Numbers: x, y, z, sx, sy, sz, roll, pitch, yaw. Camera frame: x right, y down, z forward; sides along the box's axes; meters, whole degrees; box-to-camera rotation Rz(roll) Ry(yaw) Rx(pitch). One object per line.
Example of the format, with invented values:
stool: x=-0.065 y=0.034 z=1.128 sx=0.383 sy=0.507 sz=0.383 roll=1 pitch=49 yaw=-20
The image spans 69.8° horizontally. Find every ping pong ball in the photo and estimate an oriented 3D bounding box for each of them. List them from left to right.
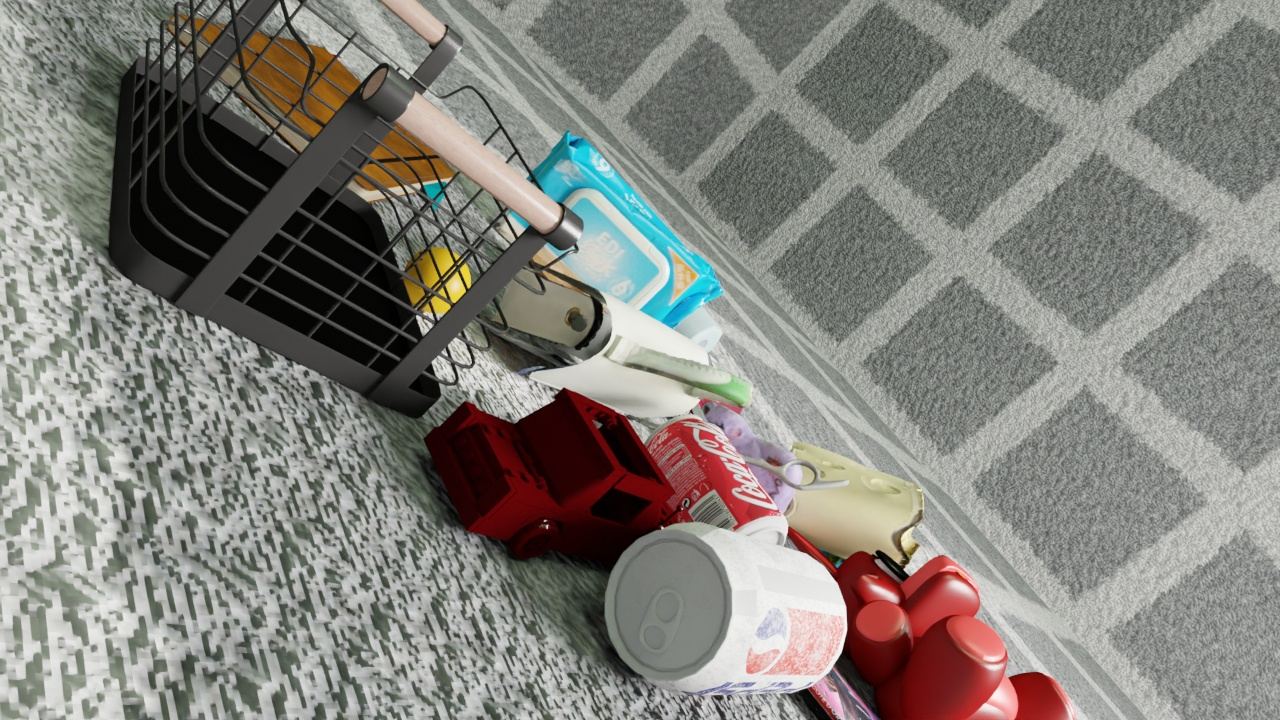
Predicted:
ping pong ball: x=-0.123 y=-0.048 z=0.555 sx=0.040 sy=0.040 sz=0.040 roll=43 pitch=13 yaw=-12

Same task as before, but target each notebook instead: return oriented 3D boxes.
notebook: x=-0.227 y=-0.185 z=0.713 sx=0.178 sy=0.014 sz=0.249 roll=44 pitch=12 yaw=-7

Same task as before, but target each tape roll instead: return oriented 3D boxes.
tape roll: x=-0.070 y=-0.057 z=0.786 sx=0.094 sy=0.027 sz=0.094 roll=43 pitch=13 yaw=-12

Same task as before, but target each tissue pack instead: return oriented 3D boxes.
tissue pack: x=-0.030 y=-0.103 z=0.864 sx=0.209 sy=0.117 sz=0.066 roll=44 pitch=18 yaw=-8

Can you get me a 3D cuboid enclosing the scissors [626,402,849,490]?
scissors: x=0.071 y=0.072 z=0.689 sx=0.171 sy=0.014 sz=0.141 roll=5 pitch=49 yaw=0

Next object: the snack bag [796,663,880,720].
snack bag: x=0.139 y=0.235 z=0.570 sx=0.155 sy=0.018 sz=0.074 roll=50 pitch=12 yaw=13

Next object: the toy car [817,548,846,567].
toy car: x=0.174 y=0.169 z=0.856 sx=0.048 sy=0.032 sz=0.105 roll=36 pitch=17 yaw=-35

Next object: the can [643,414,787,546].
can: x=0.047 y=0.090 z=0.615 sx=0.064 sy=0.064 sz=0.104 roll=31 pitch=20 yaw=-50

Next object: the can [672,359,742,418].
can: x=0.041 y=0.022 z=0.818 sx=0.114 sy=0.063 sz=0.063 roll=31 pitch=19 yaw=-49

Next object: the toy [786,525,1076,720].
toy: x=0.200 y=0.201 z=0.669 sx=0.158 sy=0.120 sz=0.197 roll=35 pitch=8 yaw=-30

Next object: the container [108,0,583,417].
container: x=-0.145 y=-0.106 z=0.457 sx=0.162 sy=0.130 sz=0.241 roll=34 pitch=17 yaw=-42

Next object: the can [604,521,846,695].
can: x=0.046 y=0.127 z=0.463 sx=0.136 sy=0.078 sz=0.078 roll=28 pitch=21 yaw=-54

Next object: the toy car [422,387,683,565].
toy car: x=-0.025 y=0.063 z=0.467 sx=0.169 sy=0.062 sz=0.070 roll=30 pitch=20 yaw=-52

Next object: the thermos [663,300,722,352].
thermos: x=0.004 y=-0.087 z=1.041 sx=0.077 sy=0.065 sz=0.207 roll=-15 pitch=58 yaw=-46

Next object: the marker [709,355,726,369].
marker: x=0.078 y=-0.003 z=1.132 sx=0.146 sy=0.017 sz=0.017 roll=39 pitch=14 yaw=-28

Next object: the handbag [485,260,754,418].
handbag: x=-0.004 y=0.004 z=0.630 sx=0.176 sy=0.074 sz=0.151 roll=23 pitch=-1 yaw=33

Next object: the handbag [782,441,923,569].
handbag: x=0.173 y=0.125 z=0.770 sx=0.119 sy=0.081 sz=0.111 roll=18 pitch=1 yaw=10

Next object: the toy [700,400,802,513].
toy: x=0.077 y=0.086 z=0.728 sx=0.100 sy=0.080 sz=0.036 roll=32 pitch=21 yaw=26
